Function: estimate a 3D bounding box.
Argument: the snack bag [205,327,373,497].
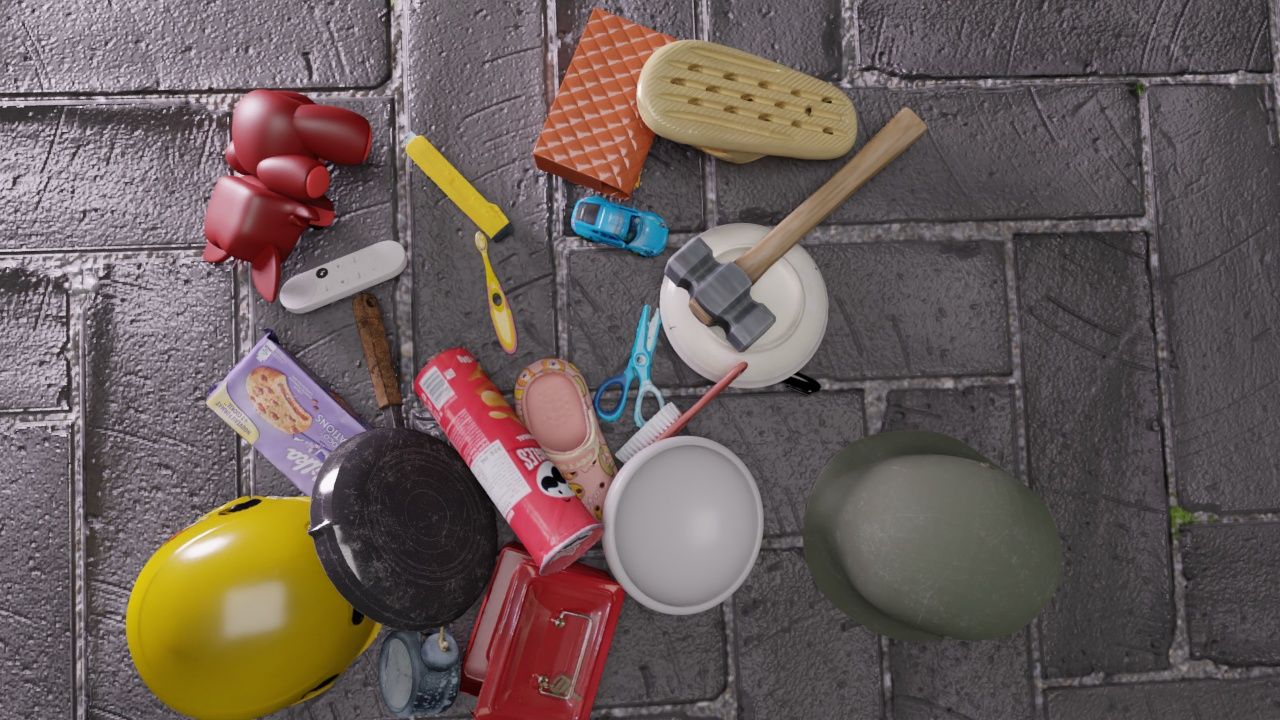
[{"bbox_3d":[-0.333,0.071,0.933,0.205,0.058,0.096,45,89,-4],"label":"snack bag"}]

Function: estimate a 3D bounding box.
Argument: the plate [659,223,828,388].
[{"bbox_3d":[0.112,-0.063,0.971,0.182,0.034,0.182,1,80,-3],"label":"plate"}]

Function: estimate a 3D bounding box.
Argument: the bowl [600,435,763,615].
[{"bbox_3d":[0.035,0.164,0.935,0.176,0.066,0.176,1,88,-24],"label":"bowl"}]

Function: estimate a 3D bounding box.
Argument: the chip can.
[{"bbox_3d":[-0.132,0.093,0.886,0.073,0.073,0.233,-38,70,-5],"label":"chip can"}]

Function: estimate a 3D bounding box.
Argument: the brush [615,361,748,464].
[{"bbox_3d":[0.041,0.053,0.950,0.172,0.041,0.030,-44,80,11],"label":"brush"}]

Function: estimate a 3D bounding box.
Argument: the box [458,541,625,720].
[{"bbox_3d":[-0.102,0.277,0.925,0.136,0.123,0.157,21,82,-20],"label":"box"}]

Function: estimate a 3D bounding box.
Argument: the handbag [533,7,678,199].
[{"bbox_3d":[-0.029,-0.265,0.969,0.109,0.060,0.171,21,83,3],"label":"handbag"}]

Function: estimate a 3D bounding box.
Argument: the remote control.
[{"bbox_3d":[-0.309,-0.087,0.957,0.136,0.013,0.043,-23,62,-5],"label":"remote control"}]

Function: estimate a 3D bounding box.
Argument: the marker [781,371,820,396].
[{"bbox_3d":[0.128,0.008,0.985,0.138,0.016,0.022,20,68,-1],"label":"marker"}]

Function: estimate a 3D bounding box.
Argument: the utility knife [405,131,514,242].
[{"bbox_3d":[-0.195,-0.186,0.977,0.030,0.017,0.155,-44,91,-10],"label":"utility knife"}]

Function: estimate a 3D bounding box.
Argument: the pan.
[{"bbox_3d":[-0.235,0.083,0.899,0.040,0.207,0.356,-29,68,35],"label":"pan"}]

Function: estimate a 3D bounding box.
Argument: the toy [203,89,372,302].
[{"bbox_3d":[-0.361,-0.170,0.913,0.158,0.120,0.197,26,96,35],"label":"toy"}]

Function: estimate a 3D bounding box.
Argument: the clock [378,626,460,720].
[{"bbox_3d":[-0.214,0.293,0.902,0.052,0.090,0.129,6,111,-41],"label":"clock"}]

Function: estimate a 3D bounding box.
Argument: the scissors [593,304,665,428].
[{"bbox_3d":[-0.008,0.003,0.980,0.083,0.015,0.140,8,89,-4],"label":"scissors"}]

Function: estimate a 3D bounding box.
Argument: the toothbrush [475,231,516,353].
[{"bbox_3d":[-0.154,-0.072,0.972,0.021,0.016,0.135,-15,87,-9],"label":"toothbrush"}]

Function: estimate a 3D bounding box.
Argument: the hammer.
[{"bbox_3d":[0.175,-0.152,0.950,0.322,0.051,0.117,-42,85,-12],"label":"hammer"}]

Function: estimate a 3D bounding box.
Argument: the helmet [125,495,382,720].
[{"bbox_3d":[-0.370,0.236,0.856,0.240,0.139,0.209,-25,88,12],"label":"helmet"}]

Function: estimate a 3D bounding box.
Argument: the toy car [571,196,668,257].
[{"bbox_3d":[-0.021,-0.144,0.978,0.105,0.032,0.048,17,85,-4],"label":"toy car"}]

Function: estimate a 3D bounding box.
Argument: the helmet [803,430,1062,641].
[{"bbox_3d":[0.314,0.187,0.918,0.268,0.154,0.227,14,86,-3],"label":"helmet"}]

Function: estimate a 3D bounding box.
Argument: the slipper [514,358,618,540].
[{"bbox_3d":[-0.078,0.093,0.936,0.093,0.081,0.197,-18,86,-4],"label":"slipper"}]

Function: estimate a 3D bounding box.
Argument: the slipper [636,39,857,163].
[{"bbox_3d":[0.108,-0.264,0.974,0.261,0.079,0.111,4,84,-22],"label":"slipper"}]
